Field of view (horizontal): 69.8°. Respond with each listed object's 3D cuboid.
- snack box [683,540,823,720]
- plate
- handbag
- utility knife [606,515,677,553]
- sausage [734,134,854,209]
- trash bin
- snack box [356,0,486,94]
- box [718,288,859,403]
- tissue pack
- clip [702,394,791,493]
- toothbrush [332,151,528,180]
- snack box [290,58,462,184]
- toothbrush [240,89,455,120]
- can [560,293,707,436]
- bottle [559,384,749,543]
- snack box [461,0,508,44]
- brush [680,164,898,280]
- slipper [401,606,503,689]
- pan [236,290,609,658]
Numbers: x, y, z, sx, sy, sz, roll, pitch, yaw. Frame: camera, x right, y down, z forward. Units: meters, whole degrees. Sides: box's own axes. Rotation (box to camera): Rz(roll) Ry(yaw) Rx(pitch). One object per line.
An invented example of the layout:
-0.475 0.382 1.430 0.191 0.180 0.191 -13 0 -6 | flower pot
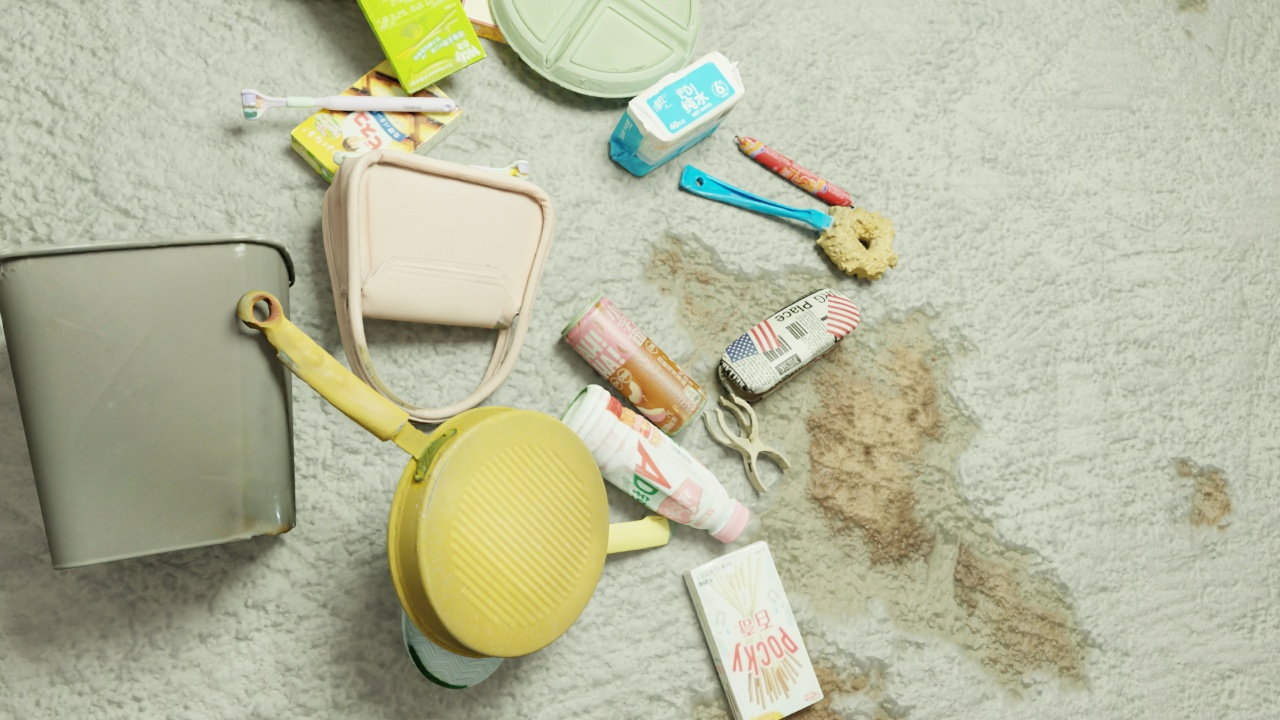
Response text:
0.106 0.259 0.867 0.084 0.027 0.156 -17 81 -20 | snack box
-0.042 -0.380 0.951 0.230 0.028 0.230 5 73 -17 | plate
-0.183 -0.059 0.822 0.193 0.093 0.234 4 87 -30 | handbag
-0.032 0.159 0.826 0.176 0.019 0.031 4 78 -43 | utility knife
0.170 -0.206 1.007 0.156 0.020 0.020 28 70 -9 | sausage
-0.357 0.033 0.701 0.198 0.199 0.219 -7 86 -18 | trash bin
-0.216 -0.336 0.846 0.085 0.026 0.156 -31 111 -13 | snack box
0.152 -0.024 0.926 0.163 0.076 0.075 -31 82 -19 | box
0.036 -0.253 0.939 0.139 0.090 0.063 -36 89 -21 | tissue pack
0.112 0.074 0.912 0.103 0.035 0.076 42 68 -9 | clip
-0.193 -0.182 0.864 0.189 0.020 0.029 -1 107 -32 | toothbrush
-0.249 -0.221 0.875 0.087 0.034 0.140 44 70 -2 | snack box
-0.265 -0.236 0.846 0.189 0.029 0.021 -5 40 -19 | toothbrush
-0.005 0.005 0.879 0.147 0.058 0.057 44 68 -3 | can
0.014 0.103 0.859 0.197 0.068 0.068 36 69 -10 | bottle
-0.106 -0.361 0.956 0.155 0.027 0.077 13 73 -14 | snack box
0.162 -0.155 0.986 0.254 0.046 0.083 18 76 -8 | brush
-0.146 0.151 0.785 0.104 0.074 0.244 38 49 -32 | slipper
-0.158 0.079 0.695 0.357 0.078 0.197 54 51 -29 | pan
